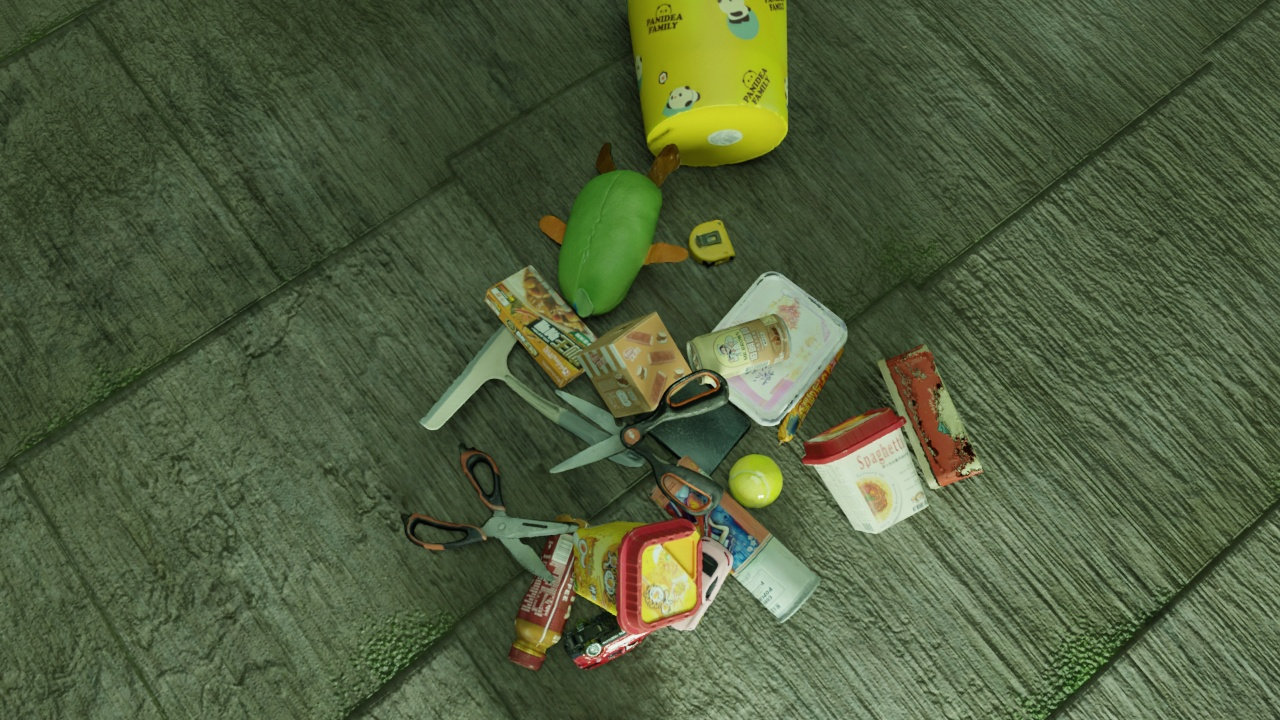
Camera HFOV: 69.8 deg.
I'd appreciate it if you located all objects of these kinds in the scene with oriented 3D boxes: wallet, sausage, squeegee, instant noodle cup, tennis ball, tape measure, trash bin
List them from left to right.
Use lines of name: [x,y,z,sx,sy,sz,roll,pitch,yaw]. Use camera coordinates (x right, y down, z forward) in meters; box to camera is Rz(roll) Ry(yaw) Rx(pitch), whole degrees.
squeegee: [-0.101,0.063,1.140,0.246,0.039,0.245,34,56,1]
instant noodle cup: [-0.009,0.231,1.024,0.115,0.124,0.116,-3,95,-42]
wallet: [0.066,0.077,1.154,0.121,0.019,0.097,39,74,7]
trash bin: [0.091,-0.410,1.204,0.229,0.230,0.255,-3,78,-4]
tape measure: [0.093,-0.156,1.220,0.057,0.029,0.060,-17,74,-7]
tennis ball: [0.139,0.146,1.110,0.065,0.065,0.065,1,73,-3]
instant noodle cup: [0.161,-0.010,1.163,0.138,0.060,0.173,39,77,9]
sausage: [0.217,0.039,1.170,0.021,0.021,0.165,31,74,7]
instant noodle cup: [0.273,0.134,1.103,0.116,0.117,0.124,-25,88,-10]

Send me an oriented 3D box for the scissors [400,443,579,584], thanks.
scissors: [-0.182,0.188,1.083,0.189,0.015,0.227,-30,59,-3]

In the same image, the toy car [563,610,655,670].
toy car: [-0.029,0.313,1.059,0.120,0.053,0.045,-27,118,-7]

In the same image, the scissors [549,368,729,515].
scissors: [0.012,0.089,1.043,0.220,0.022,0.234,-41,94,-8]

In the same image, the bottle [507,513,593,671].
bottle: [-0.102,0.269,1.065,0.057,0.057,0.174,21,73,4]

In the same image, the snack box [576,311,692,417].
snack box: [-0.007,0.006,1.109,0.076,0.093,0.094,-37,101,-30]

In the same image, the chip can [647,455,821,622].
chip can: [0.110,0.208,1.087,0.215,0.071,0.071,43,76,10]

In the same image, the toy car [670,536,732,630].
toy car: [0.062,0.260,1.060,0.056,0.037,0.122,33,108,20]

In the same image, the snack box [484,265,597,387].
snack box: [-0.119,-0.044,1.153,0.075,0.026,0.153,-36,79,-32]

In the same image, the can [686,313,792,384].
can: [0.118,-0.014,1.100,0.116,0.058,0.058,-17,74,-8]

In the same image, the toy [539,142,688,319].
toy: [-0.037,-0.166,1.179,0.227,0.090,0.246,16,82,32]

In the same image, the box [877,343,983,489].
box: [0.362,0.066,1.121,0.080,0.091,0.168,-25,74,17]
